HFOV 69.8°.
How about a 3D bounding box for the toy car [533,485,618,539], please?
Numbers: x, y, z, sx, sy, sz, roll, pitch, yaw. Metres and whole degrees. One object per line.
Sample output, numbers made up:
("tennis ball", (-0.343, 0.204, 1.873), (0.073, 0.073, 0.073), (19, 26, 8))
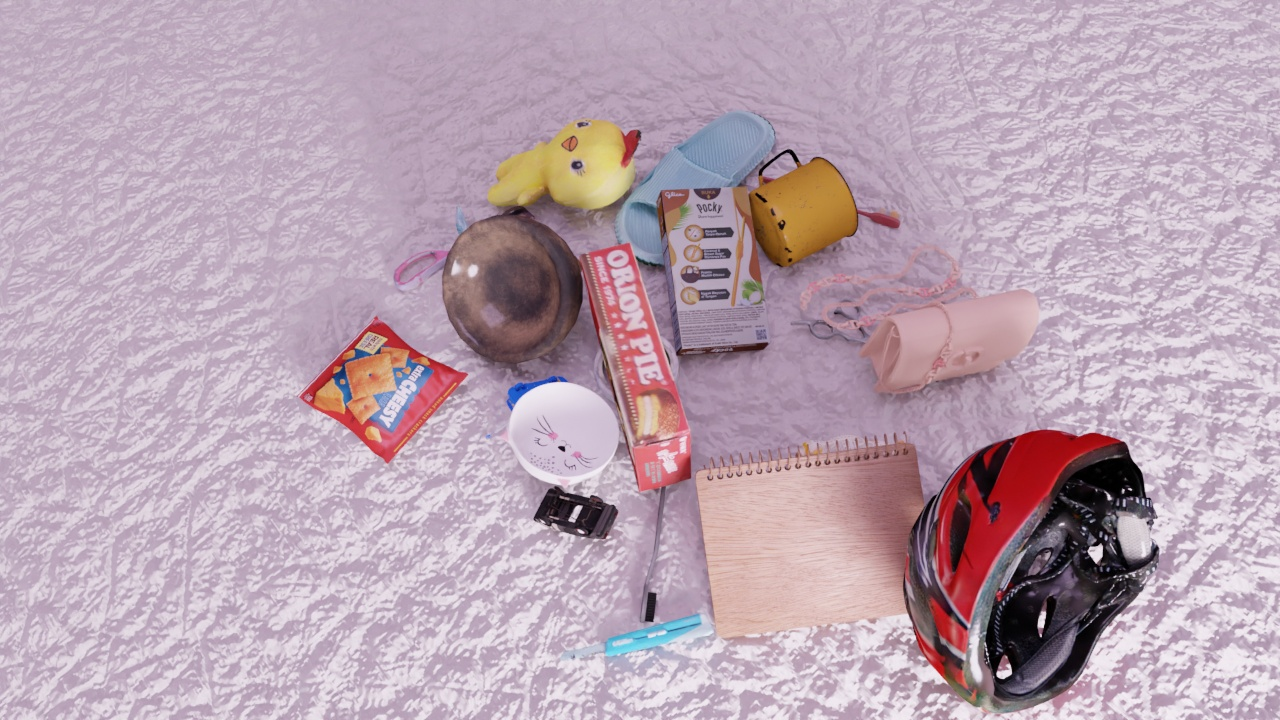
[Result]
("toy car", (-0.064, 0.156, 0.924), (0.092, 0.037, 0.040), (6, 58, 38))

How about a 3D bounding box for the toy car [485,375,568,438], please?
("toy car", (-0.123, 0.054, 1.011), (0.091, 0.062, 0.033), (-11, 51, -37))

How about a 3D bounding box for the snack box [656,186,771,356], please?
("snack box", (0.081, -0.102, 1.030), (0.101, 0.032, 0.185), (-4, 75, -10))

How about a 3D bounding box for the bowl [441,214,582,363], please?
("bowl", (-0.134, -0.081, 1.020), (0.162, 0.070, 0.162), (4, 101, 23))

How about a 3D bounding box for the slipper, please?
("slipper", (0.068, -0.229, 1.126), (0.116, 0.070, 0.275), (32, 67, 24))

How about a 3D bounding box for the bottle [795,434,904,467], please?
("bottle", (0.213, 0.105, 0.921), (0.109, 0.063, 0.063), (-8, 60, 0))

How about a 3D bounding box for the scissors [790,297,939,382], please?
("scissors", (0.250, -0.015, 1.013), (0.120, 0.014, 0.159), (-23, 58, -20))

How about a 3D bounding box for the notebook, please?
("notebook", (0.165, 0.164, 0.874), (0.210, 0.022, 0.169), (-8, 87, 1))

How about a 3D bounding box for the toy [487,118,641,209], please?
("toy", (-0.091, -0.234, 1.134), (0.208, 0.092, 0.133), (-2, 53, 15))

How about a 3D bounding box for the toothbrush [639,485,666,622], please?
("toothbrush", (0.016, 0.181, 0.924), (0.013, 0.013, 0.167), (8, 61, 0))

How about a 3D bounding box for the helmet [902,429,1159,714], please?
("helmet", (0.328, 0.174, 0.792), (0.271, 0.217, 0.167), (-38, 31, -27))

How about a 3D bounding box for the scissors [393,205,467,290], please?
("scissors", (-0.211, -0.121, 1.120), (0.170, 0.013, 0.175), (-37, 62, -20))

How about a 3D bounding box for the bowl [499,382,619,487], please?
("bowl", (-0.083, 0.084, 0.958), (0.114, 0.051, 0.114), (7, 53, -10))

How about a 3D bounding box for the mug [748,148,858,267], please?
("mug", (0.178, -0.179, 1.061), (0.094, 0.100, 0.123), (-27, 90, -9))

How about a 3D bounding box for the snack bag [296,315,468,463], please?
("snack bag", (-0.287, 0.030, 1.022), (0.144, 0.039, 0.130), (31, 67, 21))

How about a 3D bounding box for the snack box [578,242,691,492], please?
("snack box", (-0.006, 0.006, 0.947), (0.060, 0.113, 0.236), (-14, 59, -4))

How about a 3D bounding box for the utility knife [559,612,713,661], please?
("utility knife", (-0.004, 0.269, 0.874), (0.149, 0.015, 0.022), (-15, 57, -1))

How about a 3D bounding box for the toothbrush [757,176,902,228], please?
("toothbrush", (0.230, -0.198, 1.124), (0.184, 0.015, 0.015), (22, 61, 18))

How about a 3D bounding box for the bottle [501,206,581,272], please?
("bottle", (-0.123, -0.129, 1.086), (0.056, 0.056, 0.105), (-39, 69, -16))

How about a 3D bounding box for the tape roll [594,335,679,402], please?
("tape roll", (-0.004, 0.009, 1.022), (0.094, 0.018, 0.093), (-2, 60, 4))

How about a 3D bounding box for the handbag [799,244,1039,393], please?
("handbag", (0.290, -0.068, 0.968), (0.198, 0.117, 0.187), (-12, 62, -10))
